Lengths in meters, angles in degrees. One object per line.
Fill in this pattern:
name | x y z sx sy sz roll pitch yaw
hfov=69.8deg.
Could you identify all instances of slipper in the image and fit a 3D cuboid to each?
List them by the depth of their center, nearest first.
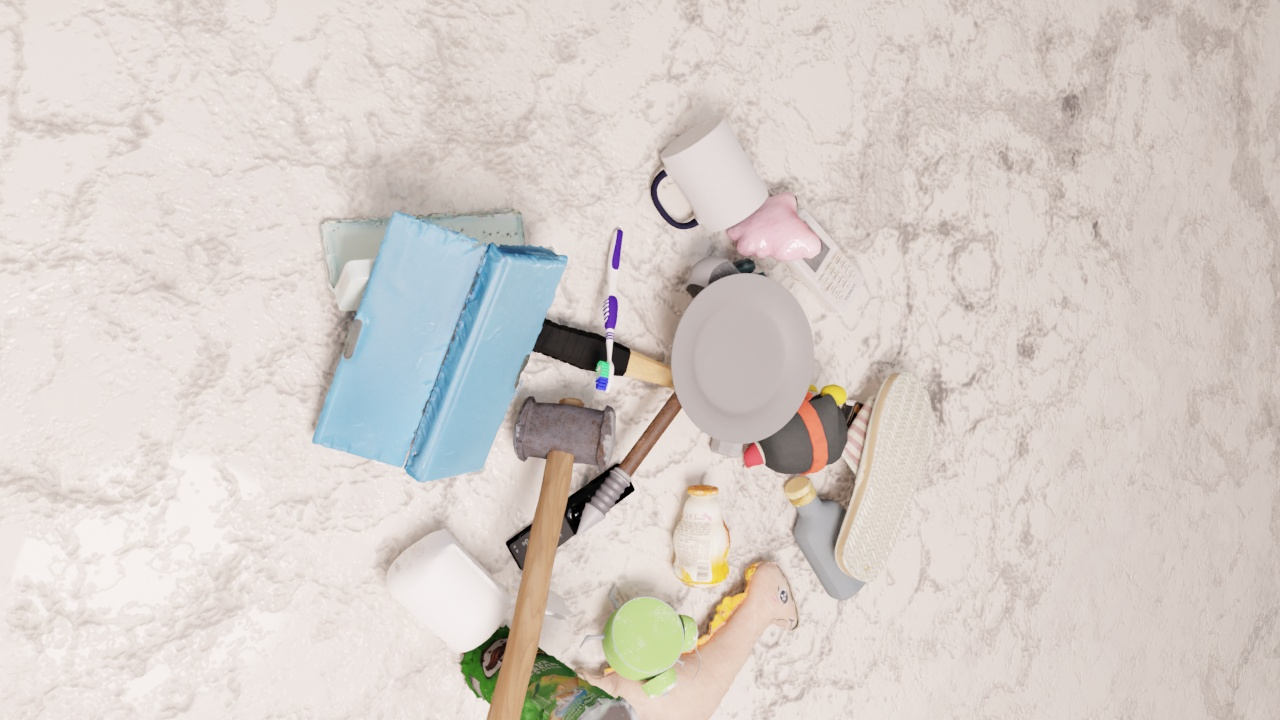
slipper | 0.287 0.138 1.121 0.115 0.052 0.262 32 70 -31

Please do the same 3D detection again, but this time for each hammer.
hammer | -0.091 0.180 0.838 0.098 0.052 0.327 7 60 4
hammer | 0.031 0.051 0.955 0.156 0.043 0.321 45 71 -23
hammer | -0.006 0.006 0.974 0.327 0.039 0.131 18 82 -30

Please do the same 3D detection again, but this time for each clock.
clock | 0.008 0.295 0.957 0.119 0.043 0.094 31 57 0

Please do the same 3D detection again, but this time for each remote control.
remote control | -0.071 0.162 0.957 0.149 0.013 0.034 -34 109 -25
remote control | 0.215 -0.117 1.105 0.138 0.025 0.060 42 72 -26

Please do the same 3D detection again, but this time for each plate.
plate | 0.107 -0.002 0.963 0.178 0.012 0.178 -2 95 -27

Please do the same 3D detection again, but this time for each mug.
mug | 0.066 -0.191 0.989 0.112 0.078 0.097 -34 112 5

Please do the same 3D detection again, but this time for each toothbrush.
toothbrush | -0.031 -0.054 0.933 0.016 0.015 0.186 14 64 -22

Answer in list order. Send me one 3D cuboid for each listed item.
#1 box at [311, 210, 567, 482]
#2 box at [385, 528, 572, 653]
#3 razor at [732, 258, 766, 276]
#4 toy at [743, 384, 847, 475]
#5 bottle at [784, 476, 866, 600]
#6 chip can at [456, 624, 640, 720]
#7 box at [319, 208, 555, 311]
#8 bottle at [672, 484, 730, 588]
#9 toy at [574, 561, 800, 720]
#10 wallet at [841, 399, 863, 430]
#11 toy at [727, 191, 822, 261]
box | -0.169 -0.001 0.804 0.172 0.066 0.232 9 113 -37
box | -0.149 0.222 0.869 0.118 0.085 0.160 -42 114 -14
razor | 0.144 -0.065 1.058 0.143 0.047 0.052 46 46 -27
toy | 0.177 0.086 1.055 0.119 0.098 0.100 -17 95 -21
bottle | 0.226 0.212 1.119 0.072 0.046 0.161 -41 112 -23
chip can | -0.087 0.306 0.832 0.075 0.224 0.075 -2 93 -34
box | -0.188 -0.103 0.848 0.198 0.086 0.096 -7 69 -32
bottle | 0.068 0.193 1.012 0.063 0.063 0.108 -1 94 -31
toy | 0.066 0.310 1.022 0.196 0.065 0.263 47 64 -14
wallet | 0.295 0.105 1.169 0.123 0.019 0.072 30 78 -29
toy | 0.149 -0.145 1.036 0.093 0.102 0.050 -22 141 -3
